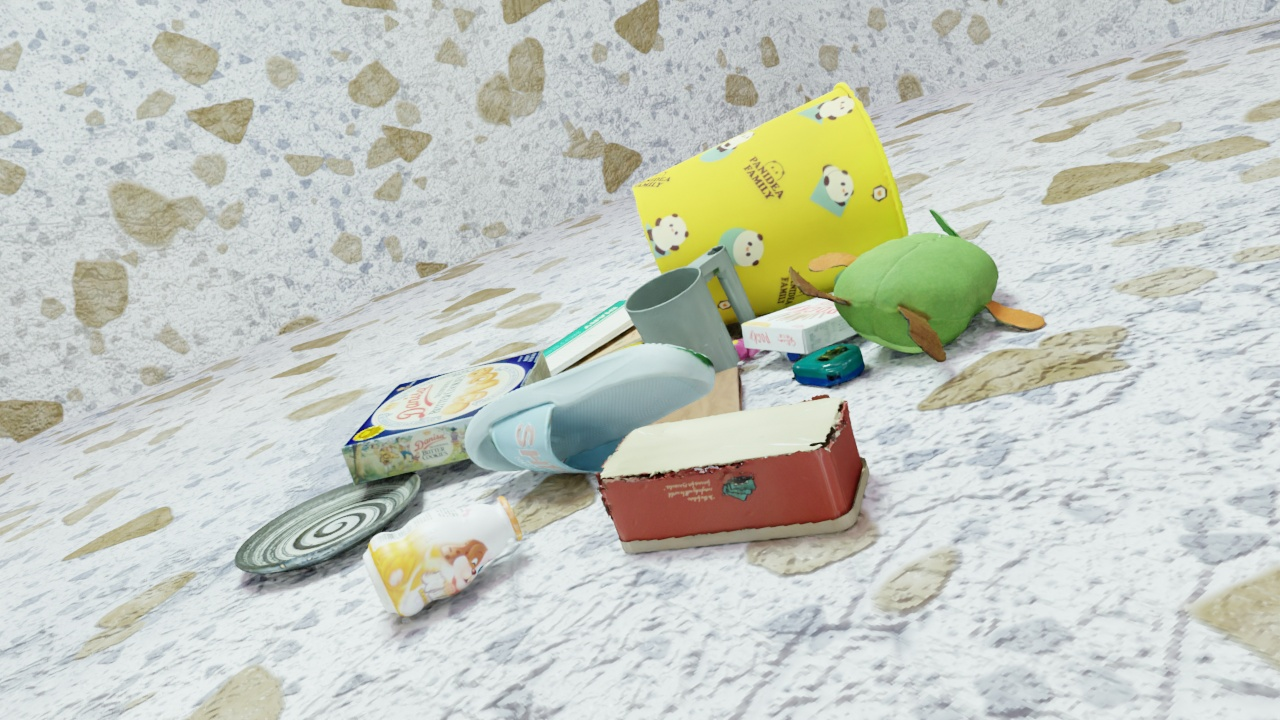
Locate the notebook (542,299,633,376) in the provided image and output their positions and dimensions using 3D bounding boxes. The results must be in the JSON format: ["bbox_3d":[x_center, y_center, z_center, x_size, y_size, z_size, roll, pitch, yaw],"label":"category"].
[{"bbox_3d":[-0.071,-0.026,1.162,0.208,0.012,0.151,-34,14,-24],"label":"notebook"}]

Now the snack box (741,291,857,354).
[{"bbox_3d":[0.186,-0.042,0.912,0.156,0.027,0.085,-19,15,-33],"label":"snack box"}]

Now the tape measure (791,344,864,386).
[{"bbox_3d":[0.170,0.003,0.818,0.054,0.025,0.058,-28,18,-27],"label":"tape measure"}]

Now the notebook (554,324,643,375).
[{"bbox_3d":[-0.064,-0.015,1.149,0.208,0.008,0.147,-24,14,14],"label":"notebook"}]

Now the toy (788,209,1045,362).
[{"bbox_3d":[0.248,-0.064,0.828,0.227,0.090,0.246,26,33,33],"label":"toy"}]

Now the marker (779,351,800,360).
[{"bbox_3d":[0.142,-0.023,0.960,0.017,0.017,0.145,-20,15,-1],"label":"marker"}]

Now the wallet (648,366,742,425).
[{"bbox_3d":[0.044,0.046,0.837,0.101,0.020,0.115,-18,18,11],"label":"wallet"}]

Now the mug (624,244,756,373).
[{"bbox_3d":[0.058,-0.040,0.920,0.123,0.103,0.084,-35,23,-19],"label":"mug"}]

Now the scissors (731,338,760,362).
[{"bbox_3d":[0.090,-0.018,1.001,0.057,0.017,0.133,-31,19,-13],"label":"scissors"}]

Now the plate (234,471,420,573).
[{"bbox_3d":[-0.286,0.155,0.856,0.179,0.024,0.179,-18,13,4],"label":"plate"}]

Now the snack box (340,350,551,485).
[{"bbox_3d":[-0.196,0.055,0.964,0.183,0.046,0.177,-13,18,8],"label":"snack box"}]

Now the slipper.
[{"bbox_3d":[-0.042,0.056,0.770,0.246,0.074,0.104,-24,-32,33],"label":"slipper"}]

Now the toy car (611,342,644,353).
[{"bbox_3d":[-0.006,0.006,0.997,0.156,0.041,0.071,-19,15,-4],"label":"toy car"}]

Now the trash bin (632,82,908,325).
[{"bbox_3d":[0.141,-0.155,1.035,0.255,0.230,0.229,-20,15,7],"label":"trash bin"}]

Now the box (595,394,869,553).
[{"bbox_3d":[0.060,0.069,0.622,0.169,0.077,0.091,-11,18,26],"label":"box"}]

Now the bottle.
[{"bbox_3d":[-0.140,0.136,0.659,0.108,0.063,0.063,-25,16,-18],"label":"bottle"}]
